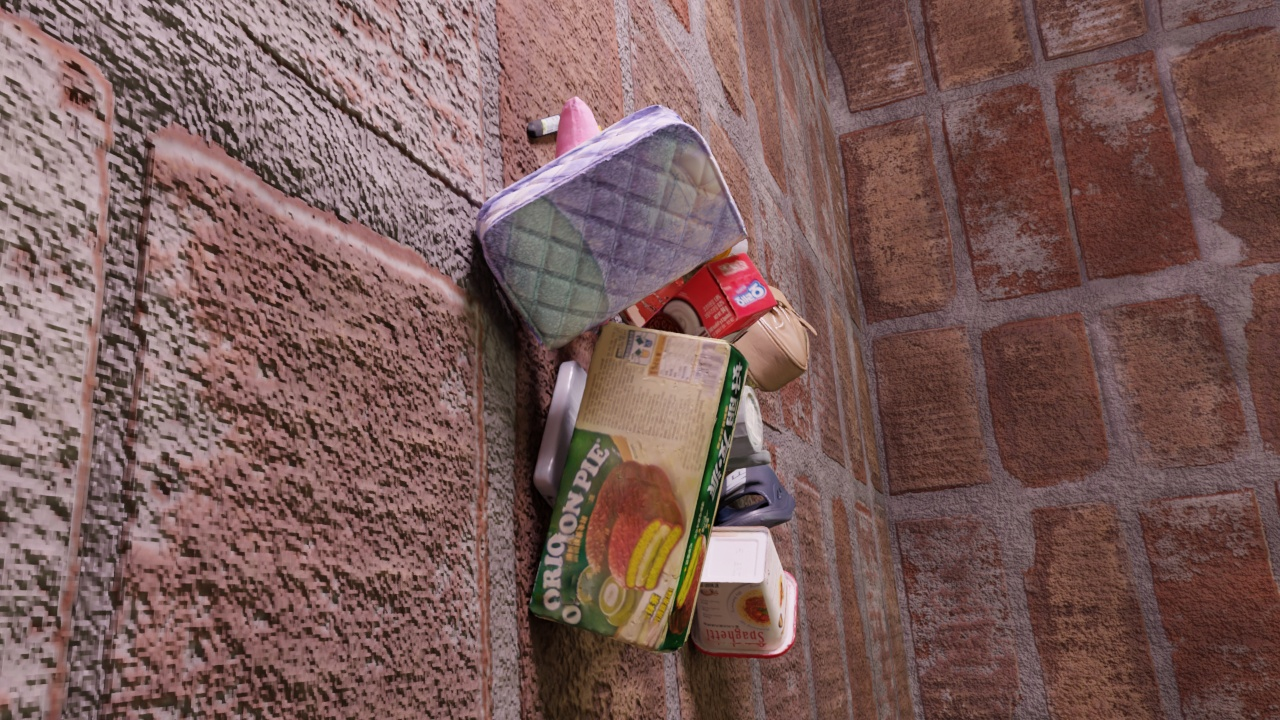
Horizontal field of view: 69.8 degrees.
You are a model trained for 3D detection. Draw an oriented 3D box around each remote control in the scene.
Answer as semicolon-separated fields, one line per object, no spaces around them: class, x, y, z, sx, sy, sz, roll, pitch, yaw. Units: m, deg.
remote control;-0.064;0.064;0.793;0.056;0.020;0.135;59;29;-42

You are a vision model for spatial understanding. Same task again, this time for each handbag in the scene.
handbag;0.167;-0.040;1.214;0.148;0.100;0.204;53;14;-2
handbag;-0.023;-0.105;0.728;0.134;0.194;0.075;60;3;-32

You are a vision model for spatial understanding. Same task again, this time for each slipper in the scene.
slipper;0.132;0.180;1.169;0.083;0.111;0.268;66;13;10

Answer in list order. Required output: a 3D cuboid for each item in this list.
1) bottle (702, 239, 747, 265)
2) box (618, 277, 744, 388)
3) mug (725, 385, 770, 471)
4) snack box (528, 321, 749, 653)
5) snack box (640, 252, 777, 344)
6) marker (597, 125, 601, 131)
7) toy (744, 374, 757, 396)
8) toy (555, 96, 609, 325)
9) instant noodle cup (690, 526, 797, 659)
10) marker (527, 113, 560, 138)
bottle;0.095;-0.162;1.250;0.189;0.068;0.068;0;81;-70
box;0.040;-0.030;0.943;0.168;0.079;0.091;56;-6;-26
mug;0.089;0.088;1.069;0.083;0.103;0.124;-81;151;-42
snack box;0.001;0.096;0.723;0.063;0.115;0.240;31;70;-64
snack box;0.032;-0.016;0.822;0.058;0.208;0.057;-22;77;-40
marker;-0.036;-0.191;0.995;0.018;0.015;0.124;-50;129;-62
toy;0.138;0.008;1.312;0.105;0.066;0.157;22;50;-32
toy;-0.048;-0.142;0.845;0.178;0.074;0.195;-102;-175;-68
instant noodle cup;0.109;0.252;1.013;0.116;0.116;0.124;-75;157;-48
marker;-0.081;-0.231;0.895;0.123;0.015;0.018;-46;123;-62
